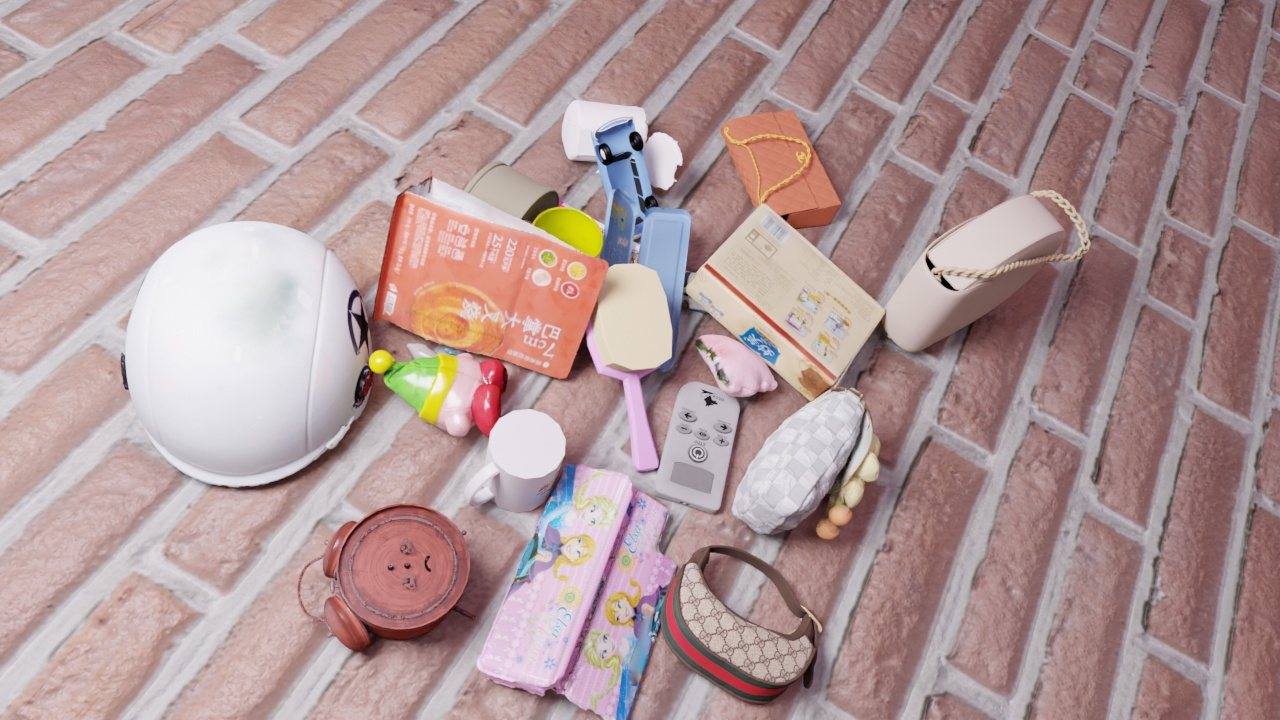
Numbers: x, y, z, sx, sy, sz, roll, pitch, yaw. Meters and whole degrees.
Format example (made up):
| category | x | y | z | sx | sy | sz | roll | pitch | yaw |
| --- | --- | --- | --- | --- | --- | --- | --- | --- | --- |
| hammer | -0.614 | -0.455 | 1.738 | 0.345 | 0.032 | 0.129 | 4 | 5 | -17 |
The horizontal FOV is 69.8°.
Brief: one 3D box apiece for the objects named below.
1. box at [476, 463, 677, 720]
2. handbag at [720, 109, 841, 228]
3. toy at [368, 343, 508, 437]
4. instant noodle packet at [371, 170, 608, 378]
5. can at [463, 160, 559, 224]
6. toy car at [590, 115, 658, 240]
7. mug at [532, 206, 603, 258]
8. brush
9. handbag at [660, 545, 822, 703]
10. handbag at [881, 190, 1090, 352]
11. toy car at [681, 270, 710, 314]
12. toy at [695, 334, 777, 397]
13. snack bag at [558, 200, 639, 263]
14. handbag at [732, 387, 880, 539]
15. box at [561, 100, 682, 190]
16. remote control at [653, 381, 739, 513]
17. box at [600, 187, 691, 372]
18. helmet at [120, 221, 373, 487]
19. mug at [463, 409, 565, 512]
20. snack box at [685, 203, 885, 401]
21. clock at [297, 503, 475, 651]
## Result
| category | x | y | z | sx | sy | sz | roll | pitch | yaw |
| --- | --- | --- | --- | --- | --- | --- | --- | --- | --- |
| box | -0.045 | 0.221 | 0.898 | 0.159 | 0.066 | 0.229 | 23 | 57 | -1 |
| handbag | 0.187 | -0.262 | 1.248 | 0.108 | 0.060 | 0.171 | -11 | 63 | -16 |
| toy | -0.208 | 0.019 | 0.962 | 0.131 | 0.097 | 0.124 | 1 | 47 | 2 |
| instant noodle packet | -0.158 | -0.080 | 0.980 | 0.221 | 0.165 | 0.083 | 23 | 33 | 1 |
| can | -0.159 | -0.157 | 1.054 | 0.073 | 0.128 | 0.127 | 32 | 57 | 8 |
| toy car | -0.020 | -0.225 | 1.131 | 0.056 | 0.153 | 0.055 | -25 | 32 | -17 |
| mug | -0.092 | -0.112 | 1.057 | 0.082 | 0.106 | 0.082 | 7 | 58 | -11 |
| brush | -0.006 | 0.006 | 1.002 | 0.089 | 0.043 | 0.228 | -5 | 80 | -27 |
| handbag | 0.107 | 0.258 | 0.918 | 0.166 | 0.063 | 0.138 | 31 | 49 | 3 |
| handbag | 0.409 | -0.100 | 1.114 | 0.208 | 0.211 | 0.103 | -27 | 70 | -18 |
| toy car | 0.079 | -0.084 | 1.128 | 0.105 | 0.033 | 0.047 | 14 | 56 | -7 |
| toy | 0.114 | 0.009 | 1.067 | 0.093 | 0.050 | 0.102 | 18 | 28 | -32 |
| snack bag | -0.062 | -0.143 | 1.128 | 0.196 | 0.016 | 0.070 | 30 | 73 | 5 |
| handbag | 0.184 | 0.124 | 0.986 | 0.123 | 0.113 | 0.171 | 43 | 59 | 4 |
| box | -0.025 | -0.276 | 1.176 | 0.136 | 0.083 | 0.143 | 0 | 33 | -16 |
| remote control | 0.066 | 0.093 | 1.026 | 0.074 | 0.019 | 0.150 | 18 | 57 | -3 |
| box | -0.004 | -0.093 | 1.080 | 0.120 | 0.049 | 0.209 | 14 | 71 | -21 |
| helmet | -0.384 | -0.023 | 0.897 | 0.236 | 0.164 | 0.263 | 7 | 59 | -9 |
| mug | -0.131 | 0.110 | 0.924 | 0.105 | 0.090 | 0.073 | -30 | 71 | -28 |
| snack box | 0.178 | -0.072 | 1.112 | 0.207 | 0.055 | 0.152 | 42 | 55 | 1 |
| clock | -0.236 | 0.202 | 0.853 | 0.157 | 0.072 | 0.120 | -3 | 61 | -17 |
